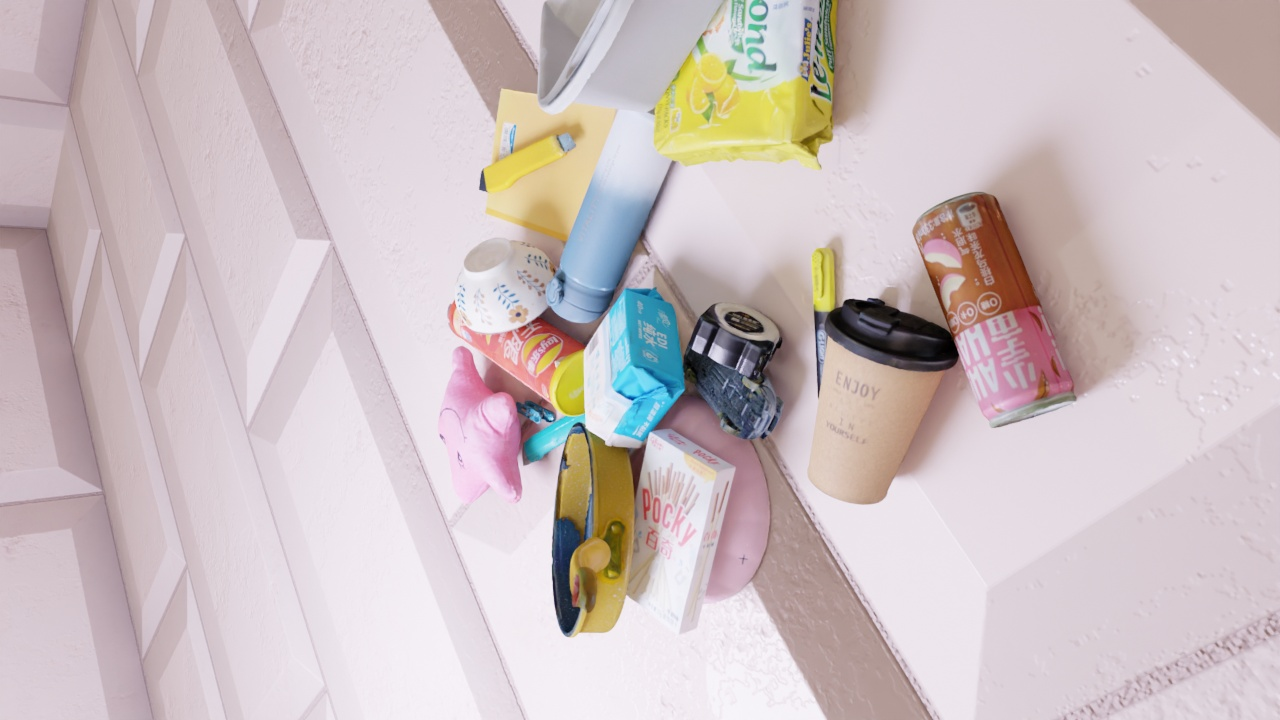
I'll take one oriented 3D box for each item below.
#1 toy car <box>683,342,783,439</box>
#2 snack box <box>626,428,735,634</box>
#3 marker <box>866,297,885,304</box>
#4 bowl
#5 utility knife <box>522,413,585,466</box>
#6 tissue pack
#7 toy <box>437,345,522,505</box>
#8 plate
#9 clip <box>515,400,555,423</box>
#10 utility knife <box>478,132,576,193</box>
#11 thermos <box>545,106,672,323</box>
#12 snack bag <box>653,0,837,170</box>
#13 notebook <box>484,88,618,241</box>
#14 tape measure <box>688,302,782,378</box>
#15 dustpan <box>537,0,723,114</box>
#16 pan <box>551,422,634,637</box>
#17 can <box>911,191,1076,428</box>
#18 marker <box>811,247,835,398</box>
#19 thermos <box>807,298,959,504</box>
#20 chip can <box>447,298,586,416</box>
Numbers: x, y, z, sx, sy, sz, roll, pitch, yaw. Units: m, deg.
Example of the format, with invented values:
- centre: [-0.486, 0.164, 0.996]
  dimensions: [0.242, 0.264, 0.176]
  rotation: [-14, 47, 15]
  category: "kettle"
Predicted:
- centre: [0.077, 0.018, 0.784]
  dimensions: [0.120, 0.036, 0.054]
  rotation: [52, 128, 45]
  category: "toy car"
- centre: [0.028, 0.147, 0.791]
  dimensions: [0.085, 0.026, 0.157]
  rotation: [27, 113, 43]
  category: "snack box"
- centre: [0.161, 0.015, 0.704]
  dimensions: [0.018, 0.022, 0.131]
  rotation: [28, 110, 37]
  category: "marker"
- centre: [-0.146, -0.088, 0.955]
  dimensions: [0.113, 0.113, 0.062]
  rotation: [28, 153, 43]
  category: "bowl"
- centre: [-0.081, 0.076, 0.975]
  dimensions: [0.161, 0.013, 0.029]
  rotation: [-31, 72, 41]
  category: "utility knife"
- centre: [-0.005, 0.005, 0.826]
  dimensions: [0.090, 0.063, 0.139]
  rotation: [-55, 25, 33]
  category: "tissue pack"
- centre: [-0.181, 0.095, 1.037]
  dimensions: [0.194, 0.074, 0.179]
  rotation: [40, 127, 47]
  category: "toy"
- centre: [0.032, 0.128, 0.835]
  dimensions: [0.193, 0.039, 0.192]
  rotation: [4, 95, 47]
  category: "plate"
- centre: [-0.117, 0.056, 1.008]
  dimensions: [0.057, 0.046, 0.014]
  rotation: [23, 109, 45]
  category: "clip"
- centre: [-0.122, -0.211, 0.984]
  dimensions: [0.174, 0.015, 0.033]
  rotation: [-10, 91, 47]
  category: "utility knife"
- centre: [-0.027, -0.137, 0.863]
  dimensions: [0.070, 0.070, 0.221]
  rotation: [46, 123, 36]
  category: "thermos"
- centre: [0.088, -0.274, 0.730]
  dimensions: [0.158, 0.068, 0.246]
  rotation: [10, 99, 47]
  category: "snack bag"
- centre: [-0.100, -0.209, 0.981]
  dimensions: [0.206, 0.010, 0.146]
  rotation: [24, 110, 44]
  category: "notebook"
- centre: [0.081, -0.019, 0.755]
  dimensions: [0.066, 0.065, 0.034]
  rotation: [29, 119, 13]
  category: "tape measure"
- centre: [-0.030, -0.310, 0.708]
  dimensions: [0.223, 0.142, 0.257]
  rotation: [-52, 56, 35]
  category: "dustpan"
- centre: [-0.046, 0.156, 0.779]
  dimensions: [0.358, 0.078, 0.197]
  rotation: [180, 94, -76]
  category: "pan"
- centre: [0.229, -0.034, 0.598]
  dimensions: [0.058, 0.057, 0.147]
  rotation: [-31, 70, 44]
  category: "can"
- centre: [0.144, -0.027, 0.722]
  dimensions: [0.018, 0.015, 0.124]
  rotation: [2, 95, 50]
  category: "marker"
- centre: [0.165, 0.027, 0.654]
  dimensions: [0.093, 0.092, 0.143]
  rotation: [34, 123, 41]
  category: "thermos"
- centre: [-0.123, -0.015, 0.973]
  dimensions: [0.217, 0.073, 0.073]
  rotation: [30, 113, 43]
  category: "chip can"
